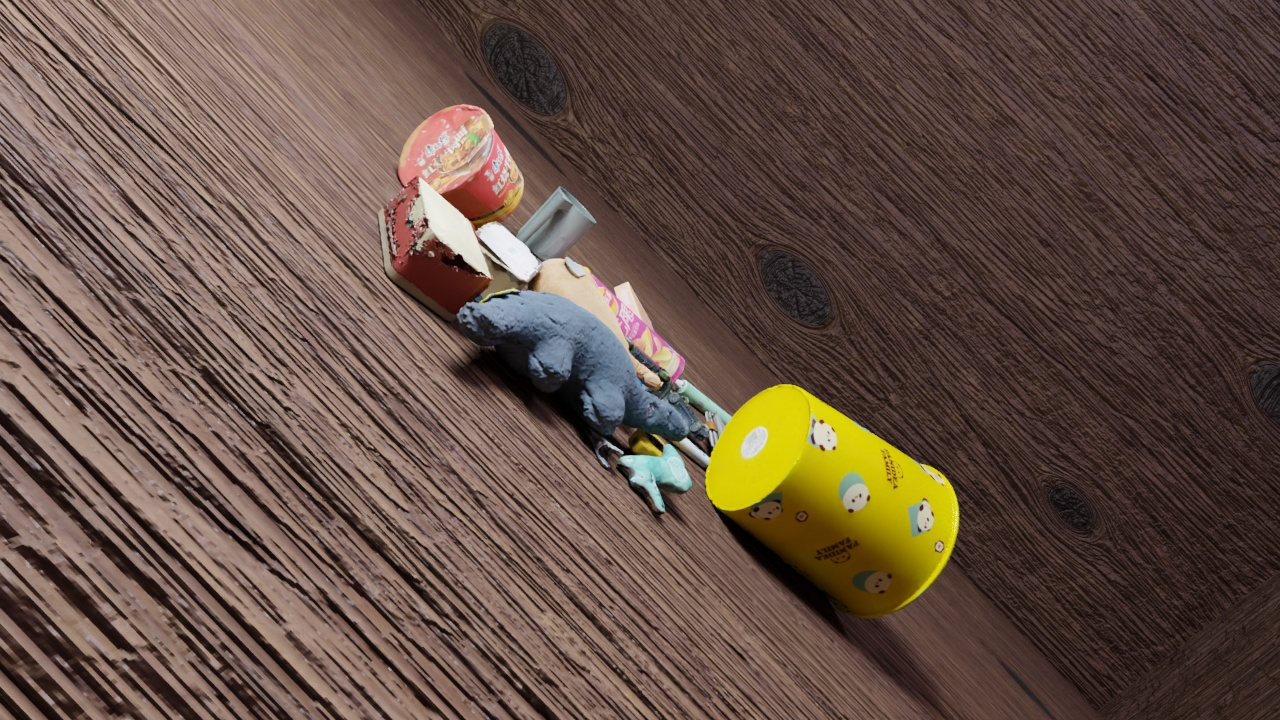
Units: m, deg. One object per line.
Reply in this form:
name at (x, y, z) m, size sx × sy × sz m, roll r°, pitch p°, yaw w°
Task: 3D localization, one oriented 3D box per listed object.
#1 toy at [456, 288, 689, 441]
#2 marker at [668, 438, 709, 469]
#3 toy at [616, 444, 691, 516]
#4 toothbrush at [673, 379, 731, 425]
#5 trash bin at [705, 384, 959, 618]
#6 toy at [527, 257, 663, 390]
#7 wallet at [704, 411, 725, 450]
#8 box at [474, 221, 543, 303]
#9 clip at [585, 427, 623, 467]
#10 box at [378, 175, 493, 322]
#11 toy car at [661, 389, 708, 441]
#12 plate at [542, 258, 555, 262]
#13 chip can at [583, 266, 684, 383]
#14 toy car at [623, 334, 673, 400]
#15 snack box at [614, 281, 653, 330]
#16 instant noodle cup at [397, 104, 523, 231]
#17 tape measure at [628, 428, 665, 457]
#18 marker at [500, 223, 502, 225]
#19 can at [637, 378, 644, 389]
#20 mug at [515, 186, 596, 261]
toy at (-0.071, -0.001, 0.938) m, size 0.356 × 0.091 × 0.138 m, roll 34°, pitch 16°, yaw -46°
marker at (0.073, 0.125, 1.247) m, size 0.130 × 0.018 × 0.022 m, roll 41°, pitch 3°, yaw -28°
toy at (0.017, 0.124, 0.965) m, size 0.091 × 0.030 × 0.096 m, roll 9°, pitch 40°, yaw -39°
toothbrush at (0.087, 0.058, 1.546) m, size 0.224 × 0.027 × 0.027 m, roll 38°, pitch 35°, yaw -38°
trash bin at (0.237, 0.174, 1.187) m, size 0.255 × 0.230 × 0.229 m, roll 35°, pitch 14°, yaw -23°
toy at (-0.062, -0.039, 1.161) m, size 0.143 × 0.083 × 0.226 m, roll 7°, pitch 40°, yaw -50°
wallet at (0.129, 0.137, 1.381) m, size 0.106 × 0.037 × 0.129 m, roll 54°, pitch 8°, yaw -16°
box at (-0.169, -0.109, 1.069) m, size 0.090 × 0.060 × 0.184 m, roll 44°, pitch 12°, yaw -6°
clip at (-0.038, 0.087, 0.938) m, size 0.024 × 0.029 × 0.057 m, roll 42°, pitch 4°, yaw -33°
box at (-0.203, -0.122, 0.917) m, size 0.091 × 0.077 × 0.168 m, roll 40°, pitch 11°, yaw -33°
toy car at (0.065, 0.082, 1.339) m, size 0.090 × 0.034 × 0.043 m, roll 52°, pitch 9°, yaw 22°
plate at (-0.077, -0.094, 1.438) m, size 0.192 × 0.039 × 0.192 m, roll 45°, pitch 10°, yaw -11°
chip can at (-0.029, -0.041, 1.331) m, size 0.210 × 0.071 × 0.071 m, roll 42°, pitch 11°, yaw -24°
toy car at (-0.008, 0.008, 1.278) m, size 0.120 × 0.053 × 0.045 m, roll 44°, pitch 8°, yaw -7°
snack box at (0.000, -0.053, 1.460) m, size 0.157 × 0.026 × 0.084 m, roll 58°, pitch 12°, yaw -65°
instant noodle cup at (-0.223, -0.239, 1.175) m, size 0.138 × 0.138 × 0.108 m, roll 53°, pitch 3°, yaw 33°
tape measure at (0.010, 0.104, 1.036) m, size 0.060 × 0.029 × 0.057 m, roll 42°, pitch 12°, yaw -19°
marker at (-0.206, -0.188, 1.340) m, size 0.132 × 0.020 × 0.022 m, roll 46°, pitch -19°, yaw 9°
can at (-0.060, 0.004, 1.076) m, size 0.134 × 0.053 × 0.053 m, roll 44°, pitch 10°, yaw -12°
mug at (-0.143, -0.219, 1.477) m, size 0.083 × 0.103 × 0.123 m, roll 49°, pitch 11°, yaw 13°
